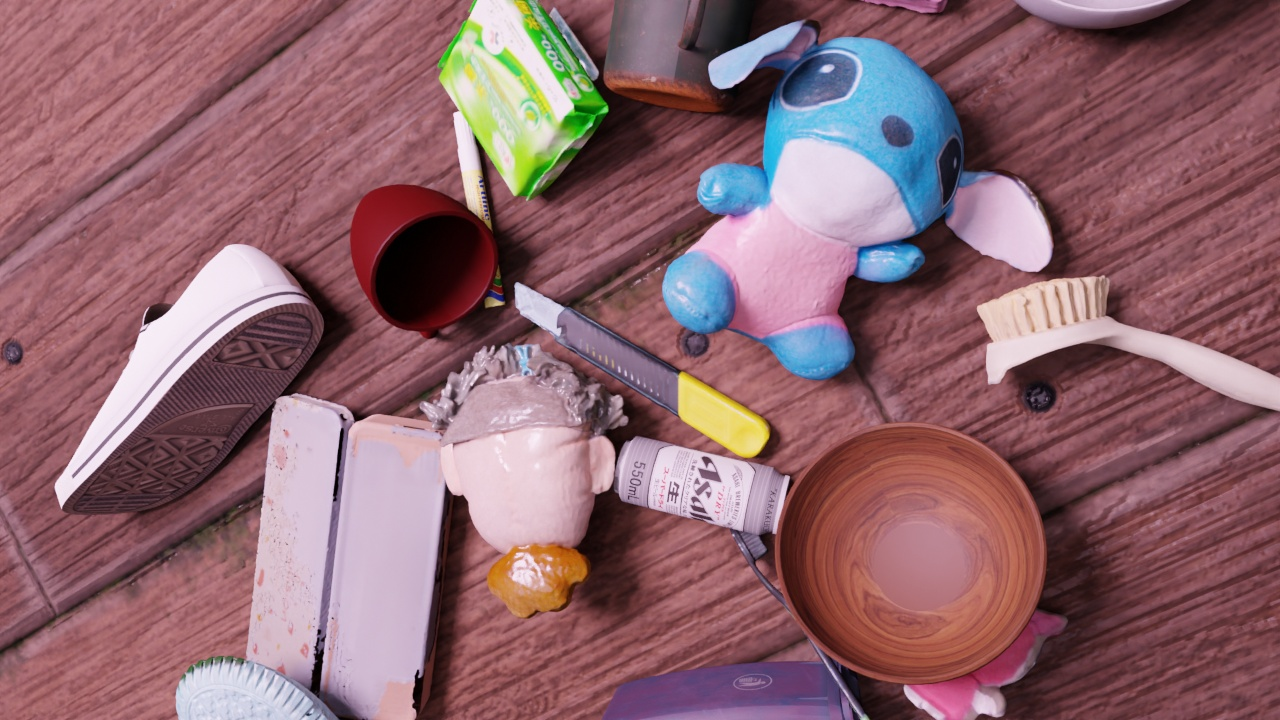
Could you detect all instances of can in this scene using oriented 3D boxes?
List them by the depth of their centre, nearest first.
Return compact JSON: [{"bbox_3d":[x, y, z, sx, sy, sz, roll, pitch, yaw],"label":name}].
[{"bbox_3d":[0.039,0.080,0.586,0.107,0.044,0.044,12,97,12],"label":"can"}]

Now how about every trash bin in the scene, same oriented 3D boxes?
[{"bbox_3d":[0.062,0.245,0.570,0.161,0.093,0.092,-10,92,11],"label":"trash bin"}]

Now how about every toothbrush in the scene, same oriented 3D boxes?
[{"bbox_3d":[0.102,0.163,0.539,0.017,0.014,0.188,-37,47,2],"label":"toothbrush"}]

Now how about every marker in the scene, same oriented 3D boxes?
[{"bbox_3d":[-0.110,-0.102,0.622,0.014,0.014,0.132,-9,92,14],"label":"marker"}]

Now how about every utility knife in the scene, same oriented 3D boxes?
[{"bbox_3d":[-0.004,0.004,0.602,0.198,0.020,0.029,31,99,8],"label":"utility knife"}]

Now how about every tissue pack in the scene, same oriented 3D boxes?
[{"bbox_3d":[-0.075,-0.170,0.576,0.114,0.034,0.100,57,140,6],"label":"tissue pack"}]

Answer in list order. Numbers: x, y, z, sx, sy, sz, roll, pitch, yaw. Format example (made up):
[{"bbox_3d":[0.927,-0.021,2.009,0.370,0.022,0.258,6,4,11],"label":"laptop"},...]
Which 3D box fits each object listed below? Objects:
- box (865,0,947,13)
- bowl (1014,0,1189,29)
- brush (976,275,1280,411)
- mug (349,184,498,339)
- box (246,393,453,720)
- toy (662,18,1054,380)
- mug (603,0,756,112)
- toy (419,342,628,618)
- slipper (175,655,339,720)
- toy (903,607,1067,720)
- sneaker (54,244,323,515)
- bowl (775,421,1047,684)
[{"bbox_3d":[0.070,-0.275,0.513,0.233,0.115,0.099,17,99,12],"label":"box"},{"bbox_3d":[0.254,-0.245,0.497,0.132,0.064,0.132,1,95,13],"label":"bowl"},{"bbox_3d":[0.323,0.011,0.512,0.272,0.062,0.077,17,102,8],"label":"brush"},{"bbox_3d":[-0.152,-0.067,0.609,0.088,0.087,0.114,44,144,39],"label":"mug"},{"bbox_3d":[-0.210,0.140,0.655,0.157,0.063,0.216,12,98,23],"label":"box"},{"bbox_3d":[0.116,-0.081,0.532,0.224,0.099,0.191,27,103,-18],"label":"toy"},{"bbox_3d":[0.025,-0.194,0.533,0.085,0.111,0.081,9,99,-7],"label":"mug"},{"bbox_3d":[-0.068,0.074,0.587,0.133,0.076,0.175,-7,80,22],"label":"toy"},{"bbox_3d":[-0.222,0.310,0.654,0.116,0.069,0.276,-16,108,21],"label":"slipper"},{"bbox_3d":[0.202,0.176,0.554,0.065,0.050,0.102,38,73,28],"label":"toy"},{"bbox_3d":[-0.335,0.011,0.655,0.246,0.091,0.097,-45,65,17],"label":"sneaker"},{"bbox_3d":[0.160,0.116,0.539,0.147,0.069,0.147,-11,62,22],"label":"bowl"}]
